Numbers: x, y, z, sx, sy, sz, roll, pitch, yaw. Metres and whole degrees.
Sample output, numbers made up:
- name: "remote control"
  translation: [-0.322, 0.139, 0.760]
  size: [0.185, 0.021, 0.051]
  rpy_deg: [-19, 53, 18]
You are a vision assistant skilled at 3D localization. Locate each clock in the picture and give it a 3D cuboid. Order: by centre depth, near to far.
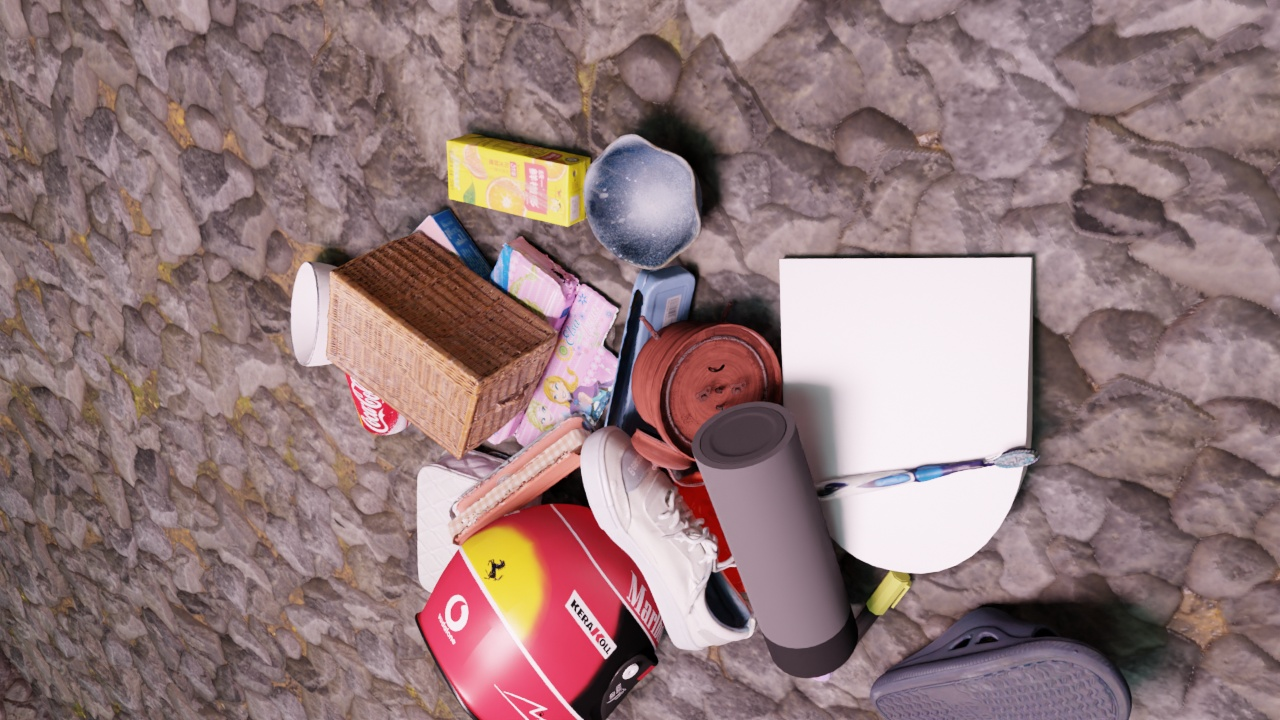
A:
- name: "clock"
  translation: [0.051, 0.036, 0.783]
  size: [0.072, 0.120, 0.158]
  rpy_deg: [-154, 57, -61]

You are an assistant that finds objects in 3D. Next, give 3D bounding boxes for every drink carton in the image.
- name: "drink carton"
  translation: [-0.112, -0.166, 0.835]
  size: [0.135, 0.042, 0.059]
  rpy_deg: [17, 120, 24]

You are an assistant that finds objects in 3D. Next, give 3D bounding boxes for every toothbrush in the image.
- name: "toothbrush"
  translation: [0.215, 0.091, 0.722]
  size: [0.189, 0.017, 0.016]
  rpy_deg: [-16, 84, 34]

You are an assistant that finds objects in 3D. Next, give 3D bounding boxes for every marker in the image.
- name: "marker"
  translation: [0.214, 0.237, 0.852]
  size: [0.021, 0.017, 0.124]
  rpy_deg: [33, 128, 14]

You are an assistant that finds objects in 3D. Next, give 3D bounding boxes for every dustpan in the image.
- name: "dustpan"
  translation: [0.217, 0.042, 0.753]
  size: [0.192, 0.053, 0.258]
  rpy_deg: [4, 104, 30]

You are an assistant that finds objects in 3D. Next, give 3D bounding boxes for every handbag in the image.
- name: "handbag"
  translation: [-0.177, 0.193, 1.039]
  size: [0.139, 0.072, 0.195]
  rpy_deg: [16, 120, 15]

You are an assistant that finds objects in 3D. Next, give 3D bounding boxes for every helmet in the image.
- name: "helmet"
  translation: [-0.083, 0.259, 0.921]
  size: [0.197, 0.224, 0.271]
  rpy_deg: [46, 167, 40]

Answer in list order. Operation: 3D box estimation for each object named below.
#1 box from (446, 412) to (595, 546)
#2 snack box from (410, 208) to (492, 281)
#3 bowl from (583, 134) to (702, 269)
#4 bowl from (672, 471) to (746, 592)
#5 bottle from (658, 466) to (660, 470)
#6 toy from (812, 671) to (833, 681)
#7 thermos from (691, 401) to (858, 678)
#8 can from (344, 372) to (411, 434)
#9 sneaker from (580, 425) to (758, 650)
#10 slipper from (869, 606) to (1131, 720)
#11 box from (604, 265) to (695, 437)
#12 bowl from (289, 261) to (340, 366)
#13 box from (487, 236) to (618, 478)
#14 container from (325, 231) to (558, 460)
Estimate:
- name: "box"
  translation: [-0.120, 0.119, 0.937]
  size: [0.188, 0.056, 0.063]
  rpy_deg: [-36, 50, 12]
- name: "snack box"
  translation: [-0.223, -0.080, 0.952]
  size: [0.155, 0.033, 0.088]
  rpy_deg: [-32, 94, 38]
- name: "bowl"
  translation: [0.011, -0.136, 0.767]
  size: [0.110, 0.055, 0.110]
  rpy_deg: [14, 119, 26]
- name: "bowl"
  translation: [0.086, 0.153, 0.871]
  size: [0.131, 0.045, 0.131]
  rpy_deg: [14, 120, 25]
- name: "bottle"
  translation: [0.024, 0.156, 0.917]
  size: [0.036, 0.036, 0.119]
  rpy_deg: [-19, 103, 37]
- name: "toy"
  translation: [0.157, 0.262, 0.888]
  size: [0.080, 0.036, 0.100]
  rpy_deg: [20, 125, 42]
- name: "thermos"
  translation: [0.117, 0.154, 0.763]
  size: [0.082, 0.082, 0.240]
  rpy_deg: [-1, 125, 32]
- name: "can"
  translation: [-0.287, 0.029, 1.012]
  size: [0.064, 0.064, 0.105]
  rpy_deg: [23, 140, 20]
- name: "sneaker"
  translation: [0.035, 0.157, 0.825]
  size: [0.091, 0.089, 0.242]
  rpy_deg: [-16, 111, 31]
- name: "slipper"
  translation: [0.305, 0.269, 0.783]
  size: [0.110, 0.083, 0.269]
  rpy_deg: [40, 146, -2]
- name: "box"
  translation: [-0.008, 0.004, 0.845]
  size: [0.059, 0.068, 0.210]
  rpy_deg: [33, 128, 33]
- name: "bowl"
  translation: [-0.339, -0.050, 1.007]
  size: [0.114, 0.063, 0.113]
  rpy_deg: [-4, 85, 56]
- name: "box"
  translation: [-0.105, 0.009, 0.925]
  size: [0.159, 0.035, 0.231]
  rpy_deg: [37, 128, 12]
- name: "container"
  translation: [-0.193, -0.015, 0.873]
  size: [0.198, 0.113, 0.113]
  rpy_deg: [36, 132, 15]
